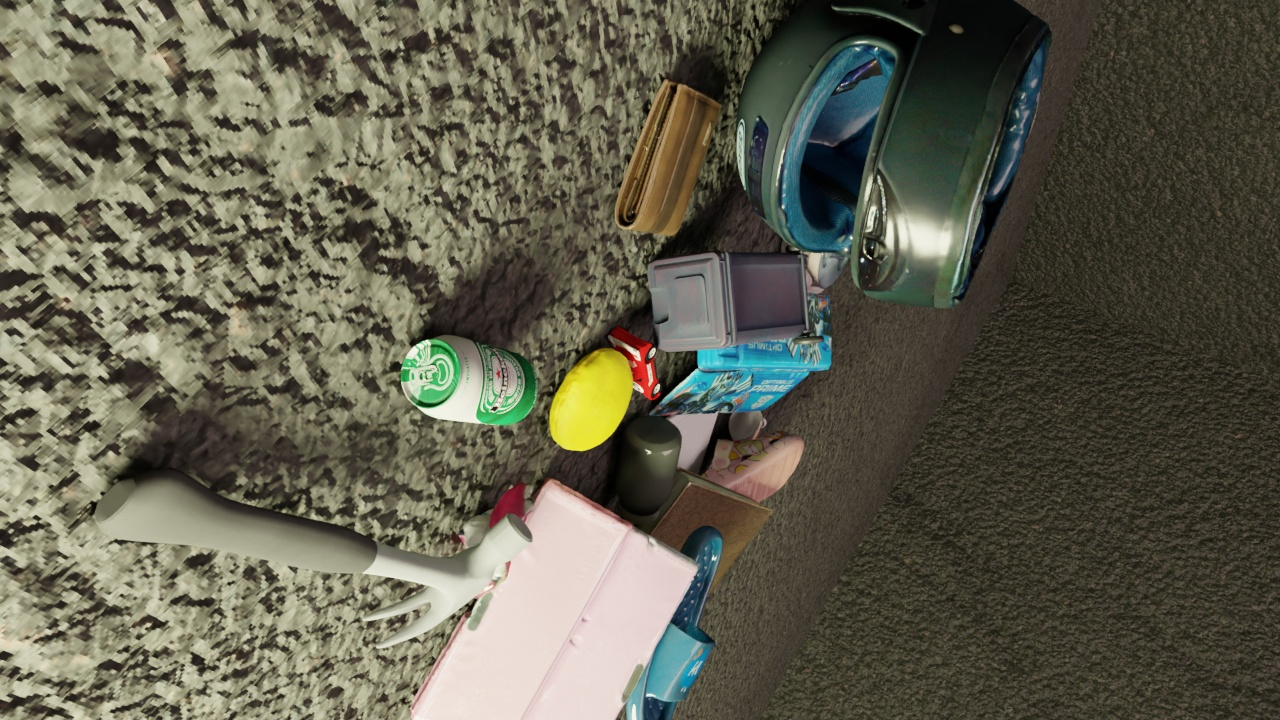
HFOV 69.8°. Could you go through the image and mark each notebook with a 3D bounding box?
[{"bbox_3d":[0.031,0.156,1.091,0.177,0.013,0.246,-26,137,-56],"label":"notebook"},{"bbox_3d":[0.046,0.224,1.072,0.190,0.034,0.215,-53,143,6],"label":"notebook"}]

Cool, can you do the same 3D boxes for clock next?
[{"bbox_3d":[0.211,-0.133,1.105,0.116,0.059,0.158,-6,120,-62],"label":"clock"}]

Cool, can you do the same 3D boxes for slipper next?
[{"bbox_3d":[0.115,0.141,1.159,0.197,0.081,0.093,-26,142,-23],"label":"slipper"},{"bbox_3d":[0.045,0.266,0.888,0.213,0.059,0.104,-69,154,-16],"label":"slipper"}]

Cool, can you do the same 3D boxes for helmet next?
[{"bbox_3d":[0.197,-0.192,0.785,0.315,0.236,0.249,-56,153,-36],"label":"helmet"}]

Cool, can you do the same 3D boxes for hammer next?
[{"bbox_3d":[-0.185,0.117,0.555,0.125,0.029,0.311,-42,150,4],"label":"hammer"}]

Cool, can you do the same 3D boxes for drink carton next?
[{"bbox_3d":[0.148,0.095,1.249,0.069,0.039,0.122,-59,162,-9],"label":"drink carton"}]

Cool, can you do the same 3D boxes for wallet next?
[{"bbox_3d":[0.024,-0.160,0.739,0.098,0.027,0.121,-11,123,-65],"label":"wallet"}]

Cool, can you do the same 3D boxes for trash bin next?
[{"bbox_3d":[0.089,-0.056,0.837,0.160,0.092,0.094,-8,94,-49],"label":"trash bin"}]

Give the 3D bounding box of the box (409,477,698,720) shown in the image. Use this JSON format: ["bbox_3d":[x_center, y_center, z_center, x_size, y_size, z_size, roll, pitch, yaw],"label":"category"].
[{"bbox_3d":[-0.066,0.241,0.798,0.232,0.179,0.039,-61,-165,-8],"label":"box"}]

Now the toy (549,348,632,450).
[{"bbox_3d":[-0.041,0.034,0.782,0.095,0.041,0.094,-57,151,-14],"label":"toy"}]

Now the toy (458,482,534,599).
[{"bbox_3d":[-0.118,0.135,0.724,0.103,0.050,0.065,-58,-163,34],"label":"toy"}]

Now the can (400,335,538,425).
[{"bbox_3d":[-0.109,0.014,0.604,0.053,0.053,0.101,-65,157,3],"label":"can"}]

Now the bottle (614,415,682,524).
[{"bbox_3d":[0.006,0.113,0.933,0.060,0.060,0.109,-35,144,-47],"label":"bottle"}]

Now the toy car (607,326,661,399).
[{"bbox_3d":[-0.005,0.005,0.827,0.025,0.038,0.090,-48,152,-26],"label":"toy car"}]

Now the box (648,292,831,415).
[{"bbox_3d":[0.129,-0.001,1.009,0.243,0.071,0.170,1,115,-52],"label":"box"}]
